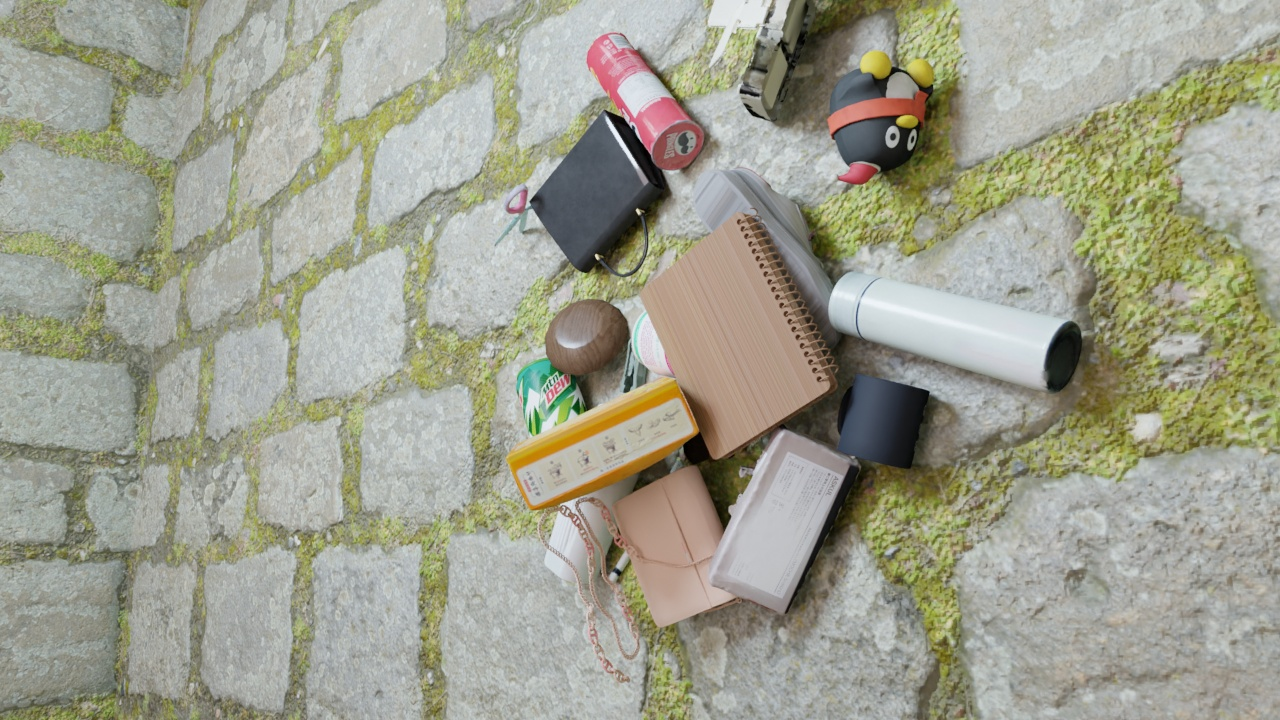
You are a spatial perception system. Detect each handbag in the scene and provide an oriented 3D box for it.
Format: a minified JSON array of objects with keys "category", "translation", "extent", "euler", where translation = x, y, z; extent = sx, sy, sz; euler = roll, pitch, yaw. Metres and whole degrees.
[{"category":"handbag","translation":[0.017,0.220,0.986],"extent":[0.117,0.186,0.198],"euler":[-33,71,36]},{"category":"handbag","translation":[-0.041,-0.197,1.231],"extent":[0.176,0.072,0.195],"euler":[-44,57,30]}]

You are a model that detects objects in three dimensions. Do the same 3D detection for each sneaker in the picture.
[{"category":"sneaker","translation":[0.159,-0.120,1.001],"extent":[0.236,0.089,0.099],"euler":[56,145,9]}]

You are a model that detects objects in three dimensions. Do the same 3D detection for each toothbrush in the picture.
[{"category":"toothbrush","translation":[0.007,0.200,1.131],"extent":[0.187,0.012,0.017],"euler":[-60,34,18]}]

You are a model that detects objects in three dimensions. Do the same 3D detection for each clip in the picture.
[{"category":"clip","translation":[-0.005,0.007,1.178],"extent":[0.047,0.023,0.076],"euler":[9,89,44]}]

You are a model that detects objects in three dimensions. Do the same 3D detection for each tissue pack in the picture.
[{"category":"tissue pack","translation":[0.142,0.159,0.950],"extent":[0.104,0.071,0.181],"euler":[23,103,0]}]

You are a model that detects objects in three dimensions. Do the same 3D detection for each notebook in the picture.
[{"category":"notebook","translation":[0.098,-0.028,0.952],"extent":[0.170,0.022,0.210],"euler":[-37,66,33]}]

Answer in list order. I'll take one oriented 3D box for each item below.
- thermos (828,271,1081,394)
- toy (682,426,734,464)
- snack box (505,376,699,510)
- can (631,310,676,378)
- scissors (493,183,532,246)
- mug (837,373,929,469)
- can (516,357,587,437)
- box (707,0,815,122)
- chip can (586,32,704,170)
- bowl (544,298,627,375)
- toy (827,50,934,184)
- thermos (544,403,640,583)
[{"category":"thermos","translation":[0.286,-0.031,0.861],"extent":[0.230,0.067,0.068],"euler":[21,96,46]},{"category":"toy","translation":[0.089,0.089,1.038],"extent":[0.076,0.062,0.100],"euler":[-46,24,-18]},{"category":"snack box","translation":[-0.040,0.093,1.008],"extent":[0.195,0.145,0.080],"euler":[-25,92,-3]},{"category":"can","translation":[0.073,-0.018,1.056],"extent":[0.166,0.088,0.088],"euler":[11,89,46]},{"category":"scissors","translation":[-0.155,-0.230,1.341],"extent":[0.014,0.158,0.173],"euler":[50,163,7]},{"category":"mug","translation":[0.229,0.057,0.904],"extent":[0.105,0.071,0.077],"euler":[-163,86,-68]},{"category":"can","translation":[-0.113,0.074,1.227],"extent":[0.083,0.083,0.144],"euler":[-41,55,32]},{"category":"box","translation":[0.109,-0.366,1.002],"extent":[0.101,0.194,0.143],"euler":[20,91,19]},{"category":"chip can","translation":[0.000,-0.348,1.213],"extent":[0.073,0.073,0.233],"euler":[-50,50,25]},{"category":"bowl","translation":[-0.077,-0.038,1.214],"extent":[0.118,0.030,0.117],"euler":[-10,57,15]},{"category":"toy","translation":[0.241,-0.239,0.933],"extent":[0.100,0.097,0.119],"euler":[-11,81,61]},{"category":"thermos","translation":[-0.056,0.166,1.144],"extent":[0.099,0.099,0.221],"euler":[32,108,44]}]
